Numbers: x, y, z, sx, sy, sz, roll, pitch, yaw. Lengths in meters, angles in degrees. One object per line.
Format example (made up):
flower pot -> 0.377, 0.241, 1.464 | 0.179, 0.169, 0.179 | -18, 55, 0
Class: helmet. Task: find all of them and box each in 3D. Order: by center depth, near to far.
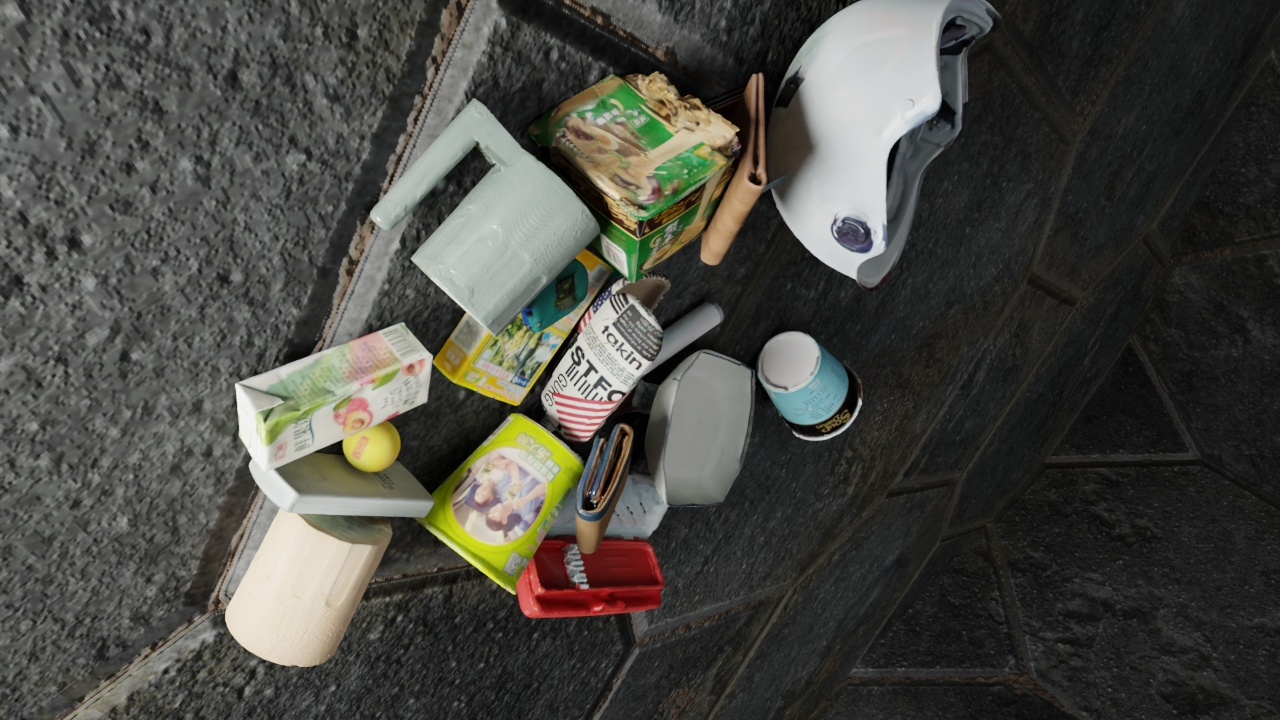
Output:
helmet -> 0.190, -0.198, 0.802 | 0.228, 0.146, 0.259 | -51, 158, -34

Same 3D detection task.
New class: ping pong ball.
ping pong ball -> -0.195, 0.061, 0.666 | 0.040, 0.040, 0.040 | -34, 144, -29

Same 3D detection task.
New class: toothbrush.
toothbrush -> -0.005, 0.005, 0.875 | 0.220, 0.026, 0.027 | -35, 134, -27

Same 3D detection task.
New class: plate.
plate -> 0.065, 0.073, 0.977 | 0.265, 0.034, 0.162 | 16, 87, -66

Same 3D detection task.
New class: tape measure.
tape measure -> -0.063, -0.052, 0.678 | 0.058, 0.025, 0.055 | -36, 146, -26

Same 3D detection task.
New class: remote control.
remote control -> -0.212, 0.089, 0.659 | 0.019, 0.056, 0.135 | -57, 150, 9

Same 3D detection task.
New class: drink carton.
drink carton -> -0.203, 0.021, 0.610 | 0.122, 0.045, 0.054 | -25, 150, -36

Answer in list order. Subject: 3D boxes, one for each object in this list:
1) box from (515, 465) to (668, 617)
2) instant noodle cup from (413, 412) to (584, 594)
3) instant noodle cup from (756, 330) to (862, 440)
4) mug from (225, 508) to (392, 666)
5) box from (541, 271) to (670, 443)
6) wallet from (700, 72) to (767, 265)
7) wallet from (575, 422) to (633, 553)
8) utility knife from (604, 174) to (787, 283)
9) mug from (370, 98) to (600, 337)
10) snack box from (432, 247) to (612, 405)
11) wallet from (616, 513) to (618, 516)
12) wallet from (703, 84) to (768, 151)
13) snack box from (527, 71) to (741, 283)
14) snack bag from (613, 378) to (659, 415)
box -> -0.043, 0.180, 0.919 | 0.201, 0.069, 0.157 | 15, 79, -50
instant noodle cup -> -0.112, 0.114, 0.776 | 0.123, 0.112, 0.112 | -52, 150, -15
instant noodle cup -> 0.196, 0.023, 1.095 | 0.111, 0.111, 0.120 | -51, 142, -3
mug -> -0.233, 0.151, 0.683 | 0.103, 0.084, 0.124 | -61, 173, 10
box -> -0.023, -0.005, 0.769 | 0.086, 0.075, 0.163 | -37, 167, -47
wallet -> 0.072, -0.147, 0.706 | 0.020, 0.115, 0.101 | 11, 149, -11
wallet -> -0.033, 0.116, 0.819 | 0.115, 0.033, 0.090 | 95, 16, -61
utility knife -> 0.041, -0.108, 0.768 | 0.185, 0.013, 0.029 | -29, 174, 9
mug -> -0.103, -0.091, 0.610 | 0.103, 0.084, 0.124 | -48, 122, -5
snack box -> -0.089, -0.036, 0.717 | 0.140, 0.034, 0.087 | -57, 149, 4
wallet -> -0.064, 0.172, 0.969 | 0.118, 0.035, 0.131 | -9, 129, -41
wallet -> 0.062, -0.178, 0.786 | 0.122, 0.020, 0.096 | -30, 137, -31
snack box -> -0.003, -0.127, 0.673 | 0.117, 0.118, 0.106 | -37, 156, -24
snack bag -> 0.010, 0.039, 0.930 | 0.105, 0.026, 0.045 | 14, 101, -57
